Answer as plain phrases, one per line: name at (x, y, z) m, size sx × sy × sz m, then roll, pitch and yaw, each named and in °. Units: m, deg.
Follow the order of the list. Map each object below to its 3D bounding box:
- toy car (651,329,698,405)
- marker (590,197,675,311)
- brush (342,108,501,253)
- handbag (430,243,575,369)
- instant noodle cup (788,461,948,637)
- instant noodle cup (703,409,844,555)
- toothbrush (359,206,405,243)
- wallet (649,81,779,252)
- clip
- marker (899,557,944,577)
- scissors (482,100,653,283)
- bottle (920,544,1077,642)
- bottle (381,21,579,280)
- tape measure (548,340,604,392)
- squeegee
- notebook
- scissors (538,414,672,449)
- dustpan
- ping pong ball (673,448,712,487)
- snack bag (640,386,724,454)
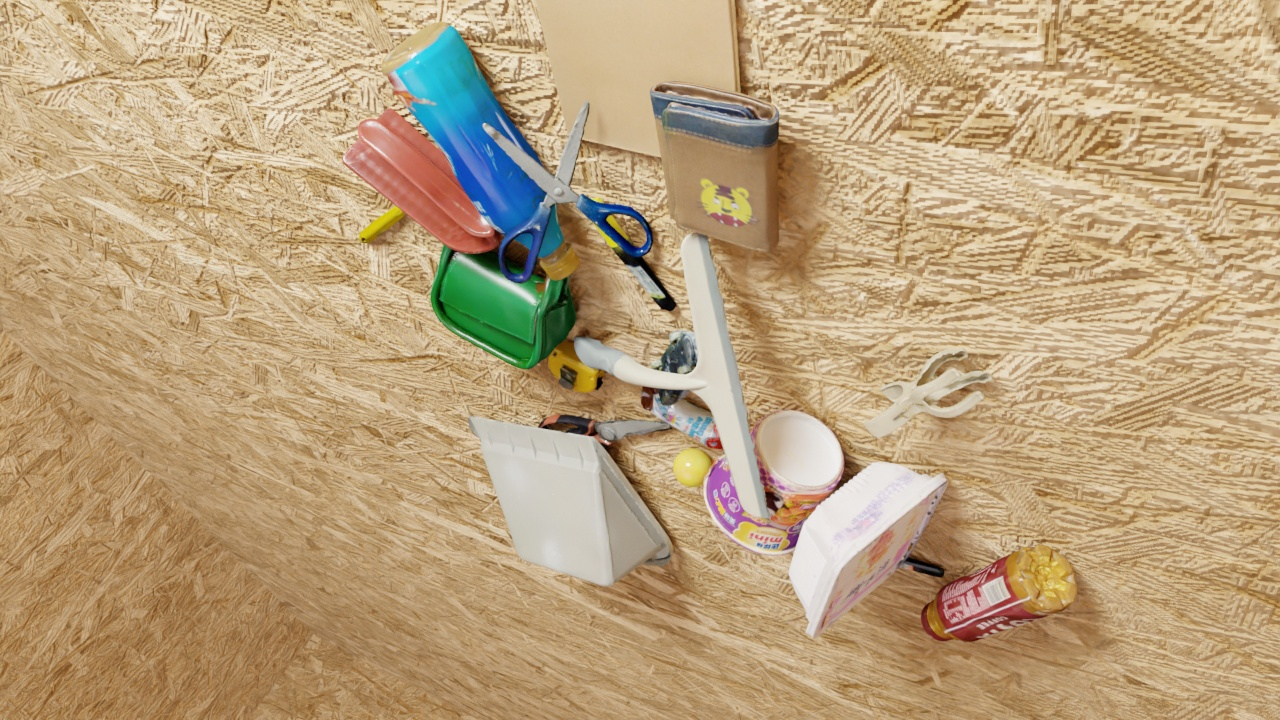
toy car at (0.036, 0.007, 0.825) m, size 0.034 × 0.043 × 0.091 m, roll -2°, pitch 152°, yaw -18°
marker at (-0.007, -0.086, 0.766) m, size 0.018 × 0.015 × 0.124 m, roll -11°, pitch 130°, yaw 41°
brush at (-0.178, -0.146, 0.780) m, size 0.146 × 0.063 × 0.069 m, roll 40°, pitch 172°, yaw -4°
handbag at (-0.126, -0.063, 0.864) m, size 0.131 × 0.067 × 0.120 m, roll 29°, pitch 139°, yaw 11°
instant noodle cup at (0.192, 0.160, 0.818) m, size 0.060 × 0.137 × 0.174 m, roll 46°, pitch 155°, yaw 27°
instant noodle cup at (0.124, 0.104, 0.819) m, size 0.111 × 0.111 × 0.099 m, roll 31°, pitch 141°, yaw 6°
toothbrush at (-0.236, -0.144, 0.894) m, size 0.015 × 0.016 × 0.191 m, roll 48°, pitch 146°, yaw -20°
wallet at (0.052, -0.128, 0.618) m, size 0.090 × 0.033 × 0.115 m, roll 20°, pitch 150°, yaw 22°
clip at (0.211, 0.026, 0.688) m, size 0.035 × 0.075 × 0.101 m, roll 42°, pitch 147°, yaw -12°
marker at (0.239, 0.193, 0.913) m, size 0.124 × 0.015 × 0.018 m, roll 12°, pitch 144°, yaw 27°
scissors at (-0.061, -0.119, 0.706) m, size 0.175 × 0.012 × 0.163 m, roll 28°, pitch 125°, yaw -32°
bottle at (0.316, 0.218, 0.833) m, size 0.057 × 0.057 × 0.175 m, roll 33°, pitch 149°, yaw 2°
bottle at (-0.115, -0.154, 0.723) m, size 0.065 × 0.065 × 0.219 m, roll 0°, pitch 134°, yaw 42°
tape measure at (-0.067, 0.009, 0.932) m, size 0.060 × 0.028 × 0.057 m, roll 28°, pitch 148°, yaw 11°
squeegee at (-0.005, 0.005, 0.803) m, size 0.247 × 0.039 × 0.247 m, roll 16°, pitch 126°, yaw 54°
notebook at (-0.007, -0.219, 0.589) m, size 0.150 × 0.012 × 0.212 m, roll 19°, pitch 145°, yaw 25°
scissors at (-0.032, 0.090, 1.023) m, size 0.210 × 0.015 × 0.177 m, roll 19°, pitch 144°, yaw 24°
dustpan at (-0.069, 0.173, 1.153) m, size 0.223 × 0.142 × 0.258 m, roll 6°, pitch 113°, yaw 40°
ping pong ball at (0.054, 0.111, 0.946) m, size 0.040 × 0.040 × 0.040 m, roll 24°, pitch 147°, yaw 17°
snack bag at (0.046, 0.056, 0.894) m, size 0.105 × 0.026 × 0.045 m, roll 29°, pitch 151°, yaw 13°
